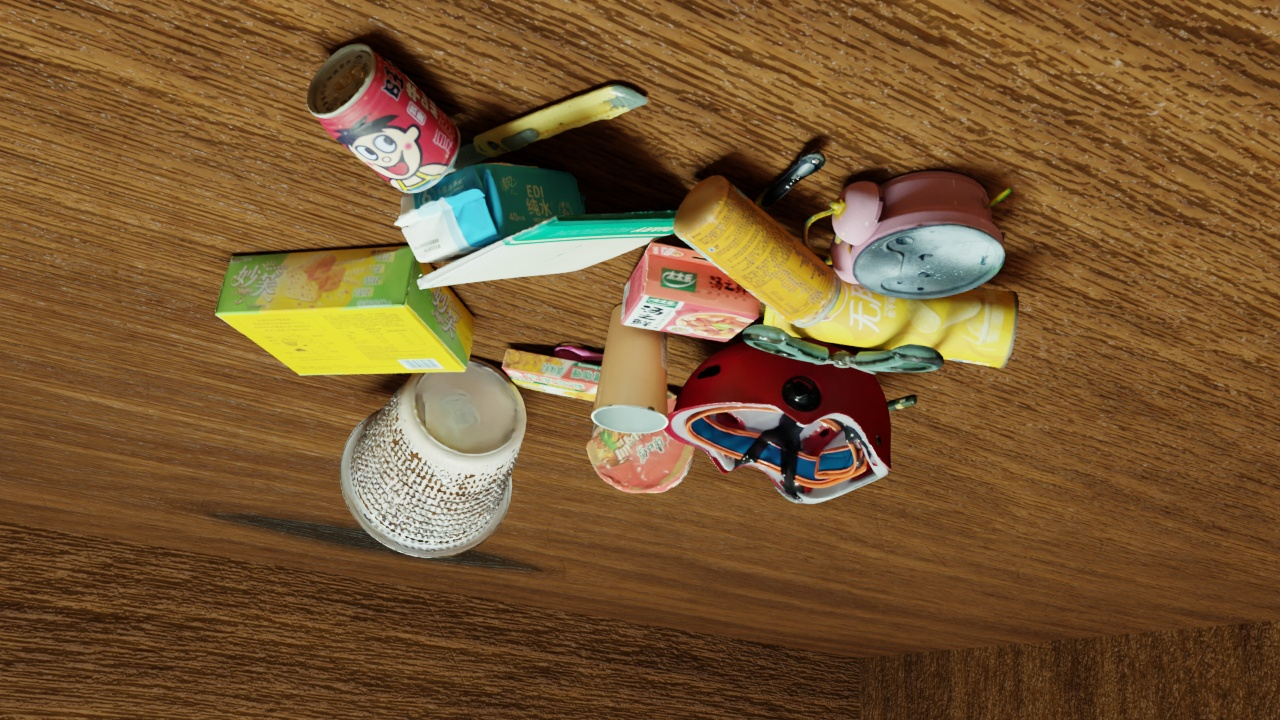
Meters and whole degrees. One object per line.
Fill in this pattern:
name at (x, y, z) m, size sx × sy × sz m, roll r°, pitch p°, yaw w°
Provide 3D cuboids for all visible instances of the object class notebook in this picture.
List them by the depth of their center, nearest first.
notebook at (-0.056, -0.093, 0.744) m, size 0.151 × 0.012 × 0.208 m, roll -17°, pitch 179°, yaw 36°

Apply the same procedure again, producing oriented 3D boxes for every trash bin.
trash bin at (-0.241, 0.104, 1.139) m, size 0.227 × 0.227 × 0.193 m, roll 14°, pitch 142°, yaw -20°

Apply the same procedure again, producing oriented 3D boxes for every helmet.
helmet at (0.153, 0.046, 0.991) m, size 0.240 × 0.143 × 0.207 m, roll 21°, pitch 154°, yaw -8°

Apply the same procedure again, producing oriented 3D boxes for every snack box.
snack box at (0.048, -0.060, 0.865) m, size 0.113 × 0.044 × 0.127 m, roll 9°, pitch 165°, yaw -9°
snack box at (-0.299, -0.047, 0.953) m, size 0.210 × 0.070 × 0.158 m, roll -1°, pitch 155°, yaw 14°
snack box at (-0.079, 0.022, 1.083) m, size 0.156 × 0.027 × 0.077 m, roll 11°, pitch 163°, yaw 10°

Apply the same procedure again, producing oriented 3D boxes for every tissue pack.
tissue pack at (-0.114, -0.117, 0.723) m, size 0.090 × 0.063 × 0.139 m, roll -12°, pitch 180°, yaw 33°

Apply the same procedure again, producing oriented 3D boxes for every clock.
clock at (0.212, -0.101, 0.747) m, size 0.158 × 0.059 × 0.117 m, roll -1°, pitch 156°, yaw 10°

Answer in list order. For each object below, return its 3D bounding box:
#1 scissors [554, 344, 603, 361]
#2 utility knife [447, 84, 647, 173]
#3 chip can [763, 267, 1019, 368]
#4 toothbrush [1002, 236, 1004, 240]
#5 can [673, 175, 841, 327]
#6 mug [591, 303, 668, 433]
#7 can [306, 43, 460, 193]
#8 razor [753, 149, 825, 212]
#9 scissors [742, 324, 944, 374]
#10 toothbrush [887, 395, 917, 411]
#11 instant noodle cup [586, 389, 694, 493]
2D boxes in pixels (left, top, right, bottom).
scissors at (-0.039, -0.002, 1.064) m, size 0.135 × 0.017 × 0.134 m, roll 13°, pitch 159°, yaw -7°
utility knife at (-0.091, -0.174, 0.703) m, size 0.214 × 0.022 × 0.031 m, roll -6°, pitch 148°, yaw 34°
chip can at (0.220, -0.043, 0.825) m, size 0.213 × 0.072 × 0.072 m, roll 9°, pitch 157°, yaw 10°
toothbrush at (0.301, -0.065, 0.866) m, size 0.016 × 0.014 × 0.190 m, roll 26°, pitch 157°, yaw 10°
can at (0.096, -0.086, 0.744) m, size 0.146 × 0.058 × 0.058 m, roll 34°, pitch 145°, yaw -28°
mug at (-0.006, 0.006, 0.949) m, size 0.078 × 0.122 × 0.078 m, roll 5°, pitch 157°, yaw 2°
can at (-0.182, -0.172, 0.655) m, size 0.067 × 0.066 × 0.094 m, roll -8°, pitch 153°, yaw 27°
razor at (0.106, -0.133, 0.740) m, size 0.042 × 0.022 × 0.143 m, roll 24°, pitch 153°, yaw -14°
scissors at (0.184, -0.006, 0.801) m, size 0.170 × 0.019 × 0.179 m, roll 17°, pitch 170°, yaw -40°
toothbrush at (0.276, 0.073, 1.181) m, size 0.017 × 0.012 × 0.186 m, roll 16°, pitch 154°, yaw -37°
instant noodle cup at (0.010, 0.110, 1.179) m, size 0.138 × 0.137 × 0.108 m, roll 0°, pitch 164°, yaw 11°
